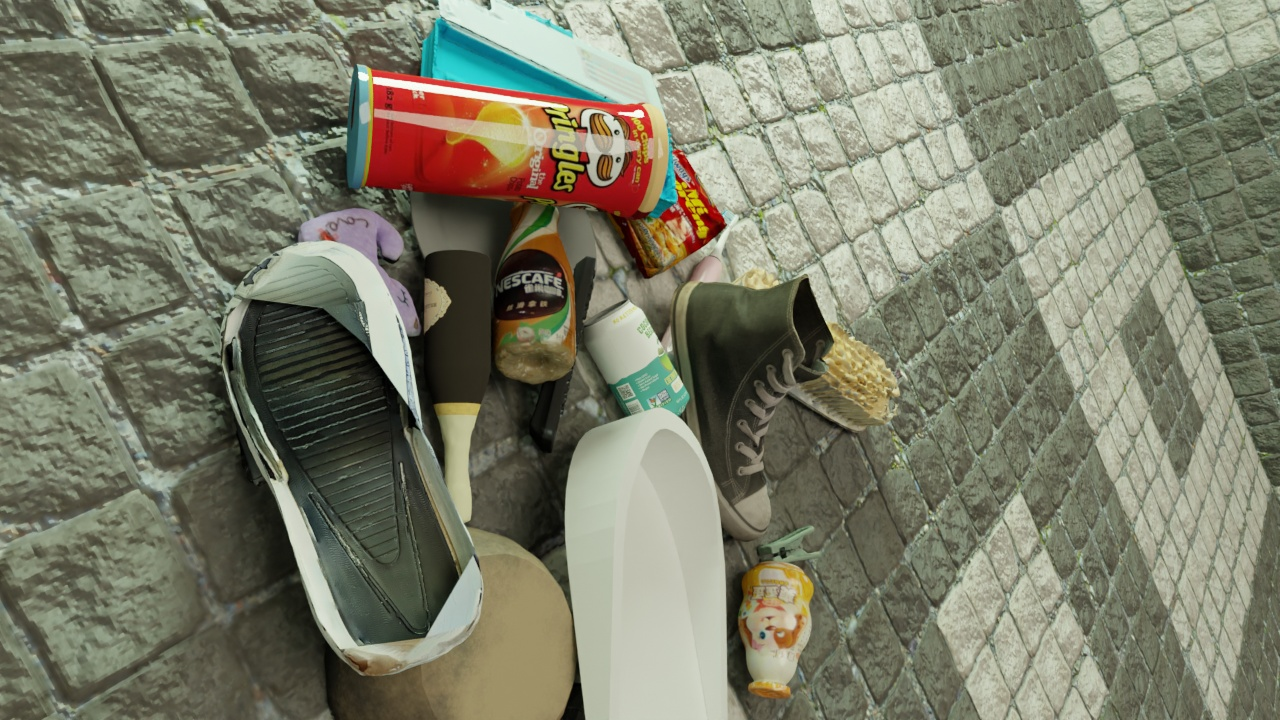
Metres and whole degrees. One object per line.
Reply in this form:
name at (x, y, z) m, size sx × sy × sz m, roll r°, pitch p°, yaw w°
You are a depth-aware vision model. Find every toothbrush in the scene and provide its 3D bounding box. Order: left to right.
toothbrush at (0.058, -0.072, 0.871) m, size 0.026 × 0.027 × 0.221 m, roll 38°, pitch 49°, yaw -16°

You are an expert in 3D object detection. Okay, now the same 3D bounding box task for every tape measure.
tape measure at (-0.033, 0.267, 0.641) m, size 0.058 × 0.036 × 0.065 m, roll 37°, pitch 51°, yaw -31°

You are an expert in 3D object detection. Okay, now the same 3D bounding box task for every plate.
plate at (-0.105, -0.101, 0.724) m, size 0.178 × 0.012 × 0.178 m, roll 19°, pitch 62°, yaw -40°

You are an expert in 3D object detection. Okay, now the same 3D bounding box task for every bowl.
bowl at (-0.106, 0.182, 0.572) m, size 0.162 × 0.070 × 0.162 m, roll 19°, pitch 62°, yaw -40°

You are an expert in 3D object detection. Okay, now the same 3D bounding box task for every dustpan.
dustpan at (0.020, 0.164, 0.668) m, size 0.191 × 0.053 × 0.257 m, roll 34°, pitch 41°, yaw -57°

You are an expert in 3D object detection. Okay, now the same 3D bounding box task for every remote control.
remote control at (-0.060, -0.006, 0.703) m, size 0.022 × 0.047 × 0.150 m, roll 13°, pitch 69°, yaw -2°

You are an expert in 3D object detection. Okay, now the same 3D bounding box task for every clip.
clip at (0.141, 0.178, 0.864) m, size 0.075 × 0.023 × 0.037 m, roll -5°, pitch 80°, yaw -45°

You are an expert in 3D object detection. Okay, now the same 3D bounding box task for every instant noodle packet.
instant noodle packet at (0.020, -0.138, 0.848) m, size 0.098 × 0.040 × 0.135 m, roll 56°, pitch 45°, yaw -4°

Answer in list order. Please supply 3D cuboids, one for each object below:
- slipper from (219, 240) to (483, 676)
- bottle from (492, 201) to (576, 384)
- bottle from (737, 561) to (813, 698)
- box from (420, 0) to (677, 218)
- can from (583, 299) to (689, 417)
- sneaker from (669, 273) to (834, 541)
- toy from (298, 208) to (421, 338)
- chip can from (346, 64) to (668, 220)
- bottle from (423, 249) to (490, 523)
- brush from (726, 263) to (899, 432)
slipper at (-0.173, 0.053, 0.540) m, size 0.111 × 0.063 × 0.263 m, roll -19°, pitch 72°, yaw -24°
bottle at (-0.079, -0.067, 0.685) m, size 0.059 × 0.059 × 0.166 m, roll 23°, pitch 51°, yaw -38°
bottle at (0.115, 0.230, 0.786) m, size 0.063 × 0.063 × 0.109 m, roll 31°, pitch 55°, yaw -34°
box at (-0.072, -0.231, 0.771) m, size 0.226 × 0.039 × 0.181 m, roll 17°, pitch 52°, yaw -32°
can at (-0.004, 0.004, 0.756) m, size 0.054 × 0.055 × 0.101 m, roll -39°, pitch 104°, yaw -46°
sneaker at (0.106, 0.042, 0.790) m, size 0.095 × 0.120 × 0.234 m, roll -9°, pitch 93°, yaw -57°
toy at (-0.181, -0.055, 0.612) m, size 0.080 × 0.037 × 0.099 m, roll -37°, pitch 101°, yaw -52°
chip can at (-0.093, -0.152, 0.651) m, size 0.213 × 0.087 × 0.087 m, roll 2°, pitch 73°, yaw -23°
bottle at (-0.126, 0.019, 0.630) m, size 0.045 × 0.045 × 0.184 m, roll 6°, pitch 80°, yaw -44°
brush at (0.172, -0.005, 0.939) m, size 0.271 × 0.057 × 0.083 m, roll 31°, pitch 53°, yaw -34°
